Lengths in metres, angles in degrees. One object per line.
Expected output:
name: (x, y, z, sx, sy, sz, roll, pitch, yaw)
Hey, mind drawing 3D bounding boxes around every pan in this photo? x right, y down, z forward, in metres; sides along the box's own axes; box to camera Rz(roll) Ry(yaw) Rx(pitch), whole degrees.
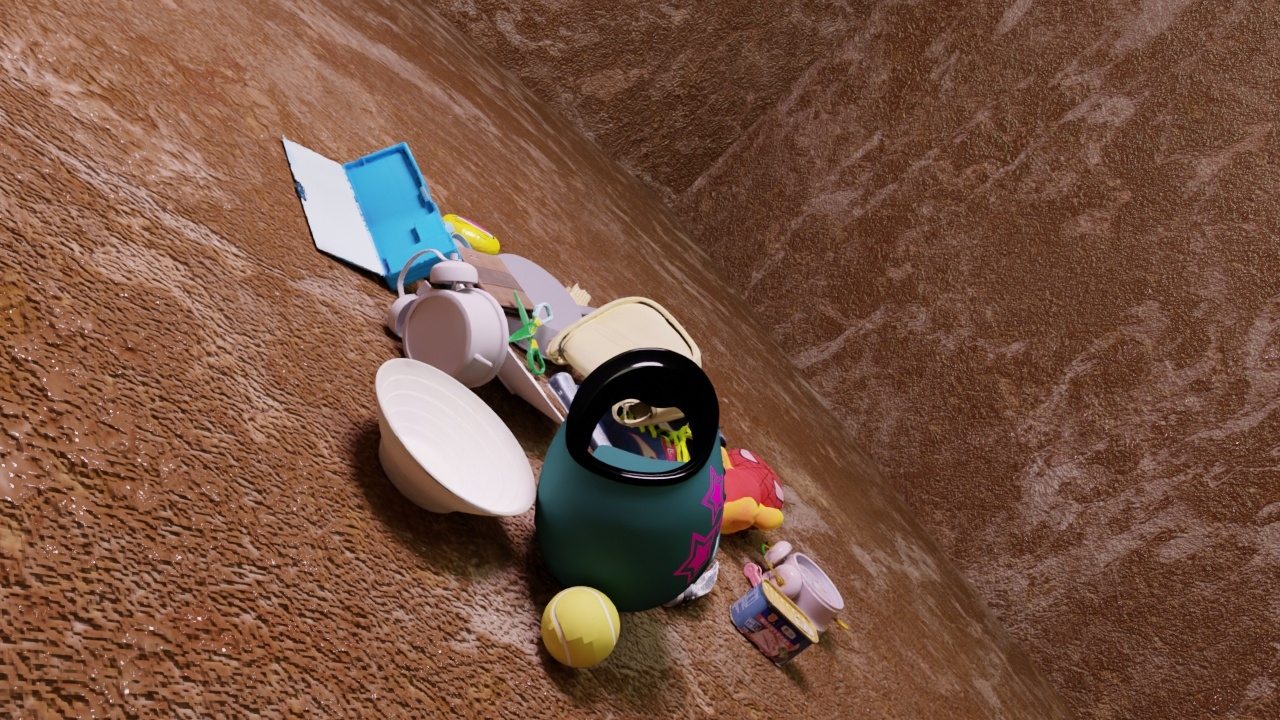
pan: (-0.121, -0.082, 1.377, 0.200, 0.051, 0.355, 52, 24, 18)

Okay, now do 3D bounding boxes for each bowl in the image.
bowl: (-0.175, 0.082, 0.798, 0.176, 0.058, 0.176, 43, 14, -14)

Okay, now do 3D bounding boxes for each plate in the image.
plate: (-0.164, -0.005, 1.073, 0.229, 0.030, 0.229, 52, -6, 7)

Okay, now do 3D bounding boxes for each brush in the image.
brush: (-0.113, -0.093, 1.520, 0.049, 0.039, 0.117, 44, 18, -9)

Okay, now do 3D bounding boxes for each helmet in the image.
helmet: (-0.005, 0.123, 0.893, 0.176, 0.201, 0.274, 11, 32, 5)

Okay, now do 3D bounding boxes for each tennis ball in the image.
tennis ball: (-0.050, 0.221, 0.762, 0.065, 0.065, 0.065, 43, 14, -14)

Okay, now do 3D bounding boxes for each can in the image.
can: (0.163, 0.323, 1.127, 0.100, 0.059, 0.054, 44, 14, -10)

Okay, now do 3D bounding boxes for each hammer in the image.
hammer: (-0.016, 0.148, 1.104, 0.326, 0.036, 0.140, 56, 17, 22)

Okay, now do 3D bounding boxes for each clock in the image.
clock: (-0.201, -0.041, 0.955, 0.061, 0.120, 0.159, 0, 58, -59)
clock: (0.223, 0.321, 1.314, 0.158, 0.059, 0.116, 42, 14, -16)
clock: (-0.247, -0.138, 1.182, 0.123, 0.042, 0.087, 53, 24, -48)

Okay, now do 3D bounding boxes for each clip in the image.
clip: (0.166, 0.307, 1.263, 0.044, 0.023, 0.060, 44, 15, -30)

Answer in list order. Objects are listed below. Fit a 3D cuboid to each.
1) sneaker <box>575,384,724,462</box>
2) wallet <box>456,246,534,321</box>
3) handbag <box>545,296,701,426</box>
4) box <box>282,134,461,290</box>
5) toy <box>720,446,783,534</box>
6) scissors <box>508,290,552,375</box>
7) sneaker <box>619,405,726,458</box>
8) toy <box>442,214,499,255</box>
sneaker: (0.010, 0.107, 1.213, 0.242, 0.091, 0.116, 45, 16, -3)
wallet: (-0.188, -0.098, 1.179, 0.098, 0.027, 0.121, 56, 17, 15)
handbag: (-0.007, 0.007, 1.223, 0.190, 0.089, 0.233, -18, 34, -28)
box: (-0.329, -0.179, 1.106, 0.170, 0.070, 0.243, -4, 43, -29)
toy: (0.145, 0.195, 1.357, 0.147, 0.099, 0.216, 62, 19, 16)
scissors: (-0.140, -0.041, 1.181, 0.129, 0.011, 0.126, -66, 149, -48)
sneaker: (0.017, 0.064, 1.369, 0.252, 0.097, 0.150, 34, 13, -45)
toy: (-0.252, -0.183, 1.350, 0.095, 0.041, 0.094, 30, 14, -8)
